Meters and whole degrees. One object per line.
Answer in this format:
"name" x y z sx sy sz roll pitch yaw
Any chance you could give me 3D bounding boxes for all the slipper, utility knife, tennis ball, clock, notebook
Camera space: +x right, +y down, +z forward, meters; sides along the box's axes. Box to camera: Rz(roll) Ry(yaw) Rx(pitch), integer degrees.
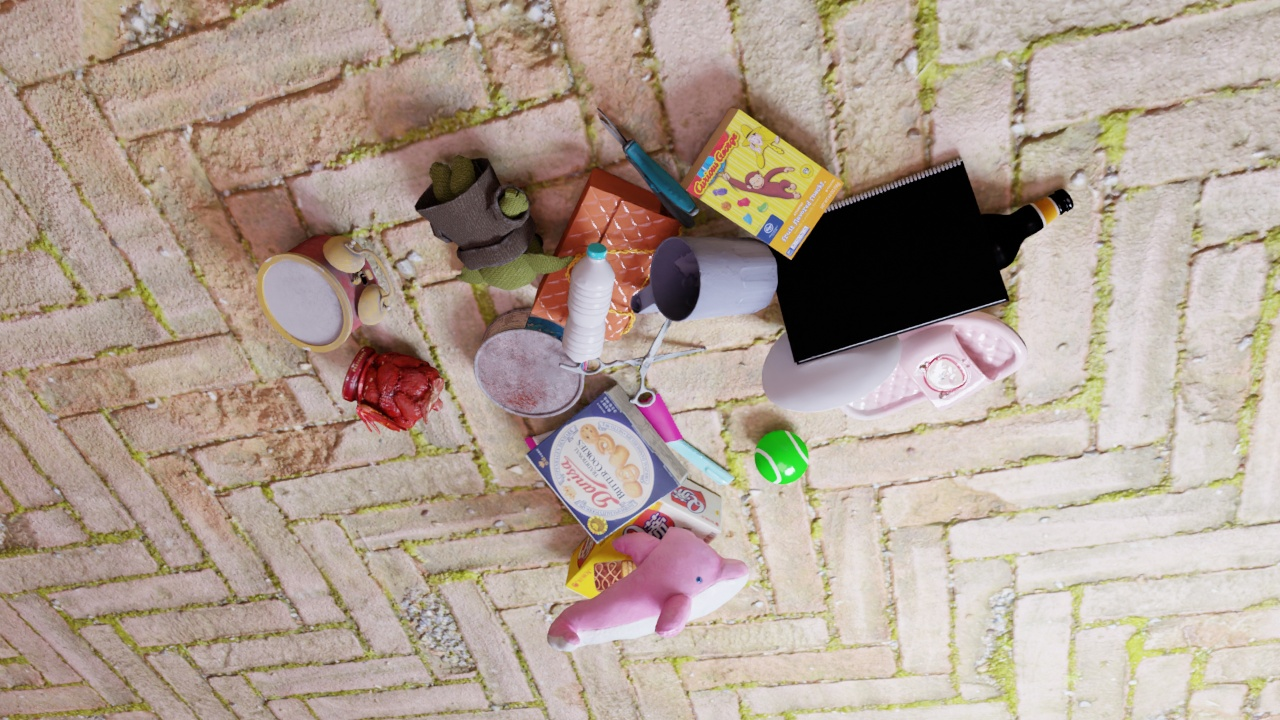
"slipper" 0.307 0.011 1.005 0.222 0.055 0.107 -26 116 38
"utility knife" 0.051 0.109 1.151 0.165 0.015 0.022 38 118 -17
"tennis ball" 0.170 0.117 1.109 0.065 0.065 0.065 4 127 5
"clock" -0.337 -0.083 1.015 0.159 0.081 0.117 -12 114 28
"notebook" 0.233 -0.096 0.903 0.207 0.149 0.016 -18 163 20

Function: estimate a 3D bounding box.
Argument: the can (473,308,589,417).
"can" -0.127 0.004 1.077 0.130 0.044 0.130 4 127 5

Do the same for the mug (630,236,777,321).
"mug" 0.064 -0.078 0.945 0.103 0.083 0.124 -7 166 -34

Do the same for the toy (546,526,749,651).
"toy" 0.001 0.280 1.149 0.265 0.187 0.128 -21 85 -3

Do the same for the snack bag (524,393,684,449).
"snack bag" -0.049 0.099 1.150 0.197 0.016 0.070 -19 112 22

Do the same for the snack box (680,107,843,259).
"snack box" 0.117 -0.172 0.892 0.126 0.040 0.088 31 102 -15

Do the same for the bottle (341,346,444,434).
"bottle" -0.294 0.041 1.097 0.111 0.098 0.099 21 127 -3

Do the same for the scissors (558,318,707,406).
"scissors" -0.007 0.004 1.050 0.175 0.014 0.142 -7 133 -12

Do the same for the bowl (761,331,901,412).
"bowl" 0.192 -0.011 0.956 0.150 0.149 0.043 -17 122 19

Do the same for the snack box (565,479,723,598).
"snack box" 0.001 0.246 1.233 0.110 0.061 0.231 30 126 -14

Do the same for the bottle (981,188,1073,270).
"bottle" 0.340 -0.113 0.909 0.182 0.059 0.059 -31 119 10

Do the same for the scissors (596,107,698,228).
"scissors" 0.013 -0.179 0.884 0.019 0.124 0.155 -42 122 0

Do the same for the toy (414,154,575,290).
"toy" -0.159 -0.141 0.949 0.180 0.078 0.153 -3 135 41

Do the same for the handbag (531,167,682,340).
"handbag" -0.035 -0.102 0.978 0.109 0.060 0.172 21 127 -13

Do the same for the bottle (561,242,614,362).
"bottle" -0.053 -0.060 0.945 0.044 0.044 0.136 11 130 -1

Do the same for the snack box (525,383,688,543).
"snack box" -0.041 0.127 1.118 0.145 0.042 0.144 -39 90 23
